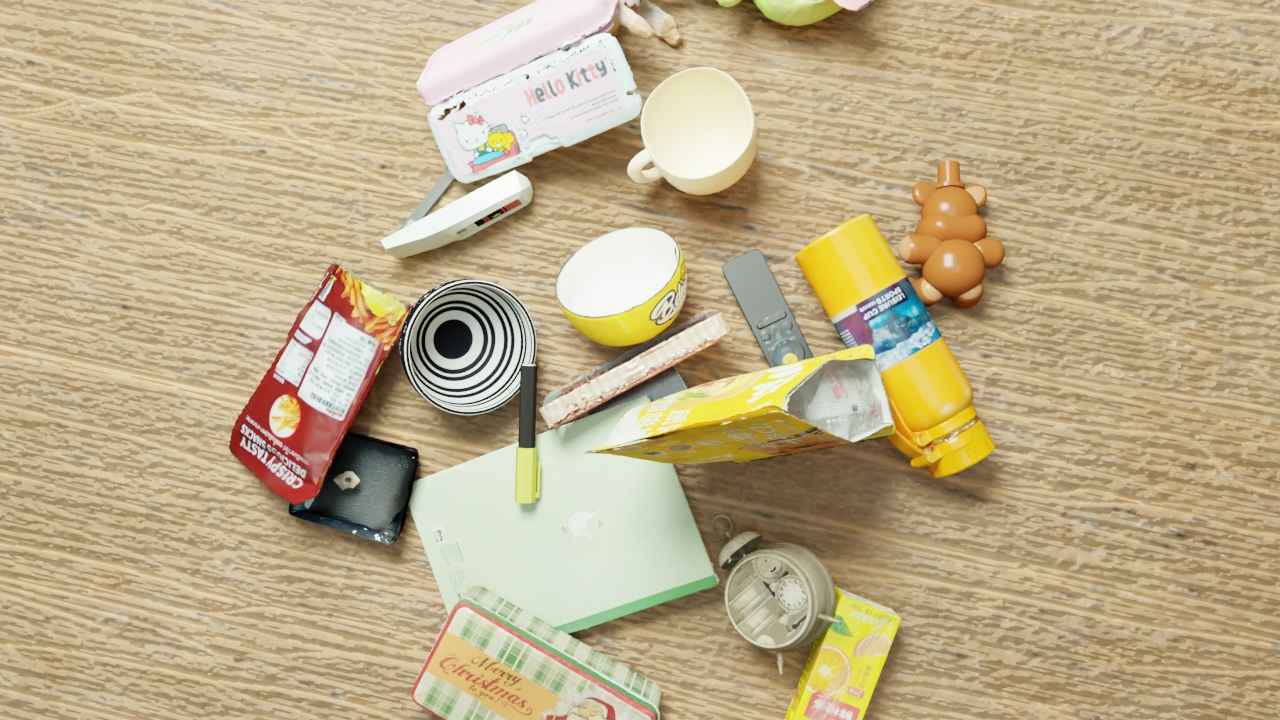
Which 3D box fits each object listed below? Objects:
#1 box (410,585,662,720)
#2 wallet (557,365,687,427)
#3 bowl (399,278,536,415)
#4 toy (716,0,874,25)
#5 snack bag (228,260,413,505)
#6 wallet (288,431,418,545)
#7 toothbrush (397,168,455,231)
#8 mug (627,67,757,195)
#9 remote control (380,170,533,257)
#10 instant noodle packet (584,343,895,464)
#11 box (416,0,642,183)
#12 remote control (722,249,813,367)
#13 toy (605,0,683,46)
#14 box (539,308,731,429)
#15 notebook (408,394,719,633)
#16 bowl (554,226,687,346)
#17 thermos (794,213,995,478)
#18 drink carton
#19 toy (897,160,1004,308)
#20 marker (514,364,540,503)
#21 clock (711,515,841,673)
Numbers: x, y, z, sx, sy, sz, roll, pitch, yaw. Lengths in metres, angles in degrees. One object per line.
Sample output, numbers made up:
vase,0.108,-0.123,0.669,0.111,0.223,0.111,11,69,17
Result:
box,-0.092,0.299,0.817,0.205,0.051,0.118,30,100,5
wallet,-0.008,0.060,0.846,0.123,0.019,0.072,-29,86,2
bowl,-0.162,-0.016,0.830,0.120,0.066,0.120,-5,102,-27
toy,0.122,-0.367,0.823,0.197,0.107,0.149,24,66,-5
snack bag,-0.298,0.017,0.838,0.139,0.066,0.207,26,83,31
wallet,-0.264,0.114,0.854,0.115,0.026,0.089,14,87,9
toothbrush,-0.182,-0.174,0.873,0.013,0.013,0.167,40,93,5
mug,0.045,-0.191,0.815,0.120,0.099,0.096,-28,84,8
remote control,-0.165,-0.129,0.850,0.143,0.049,0.024,-27,85,2
instant noodle packet,0.081,0.044,0.718,0.163,0.221,0.084,-13,85,33
box,-0.105,-0.252,0.806,0.202,0.077,0.146,-15,74,25
remote control,0.124,-0.027,0.843,0.041,0.020,0.152,-26,87,1
toy,-0.021,-0.323,0.839,0.106,0.085,0.074,11,120,23
box,-0.004,0.007,0.823,0.187,0.082,0.041,-27,89,0
notebook,-0.078,0.158,0.836,0.253,0.010,0.182,-21,86,10
bowl,-0.011,-0.057,0.818,0.117,0.068,0.117,-13,44,12
thermos,0.219,-0.007,0.807,0.091,0.076,0.232,-30,86,3
drink carton,0.178,0.277,0.814,0.058,0.043,0.134,22,89,3
toy,0.275,-0.112,0.824,0.095,0.065,0.127,2,79,-4
marker,-0.100,0.065,0.822,0.021,0.017,0.124,1,93,-21
clock,0.107,0.194,0.806,0.093,0.054,0.141,-47,65,18
